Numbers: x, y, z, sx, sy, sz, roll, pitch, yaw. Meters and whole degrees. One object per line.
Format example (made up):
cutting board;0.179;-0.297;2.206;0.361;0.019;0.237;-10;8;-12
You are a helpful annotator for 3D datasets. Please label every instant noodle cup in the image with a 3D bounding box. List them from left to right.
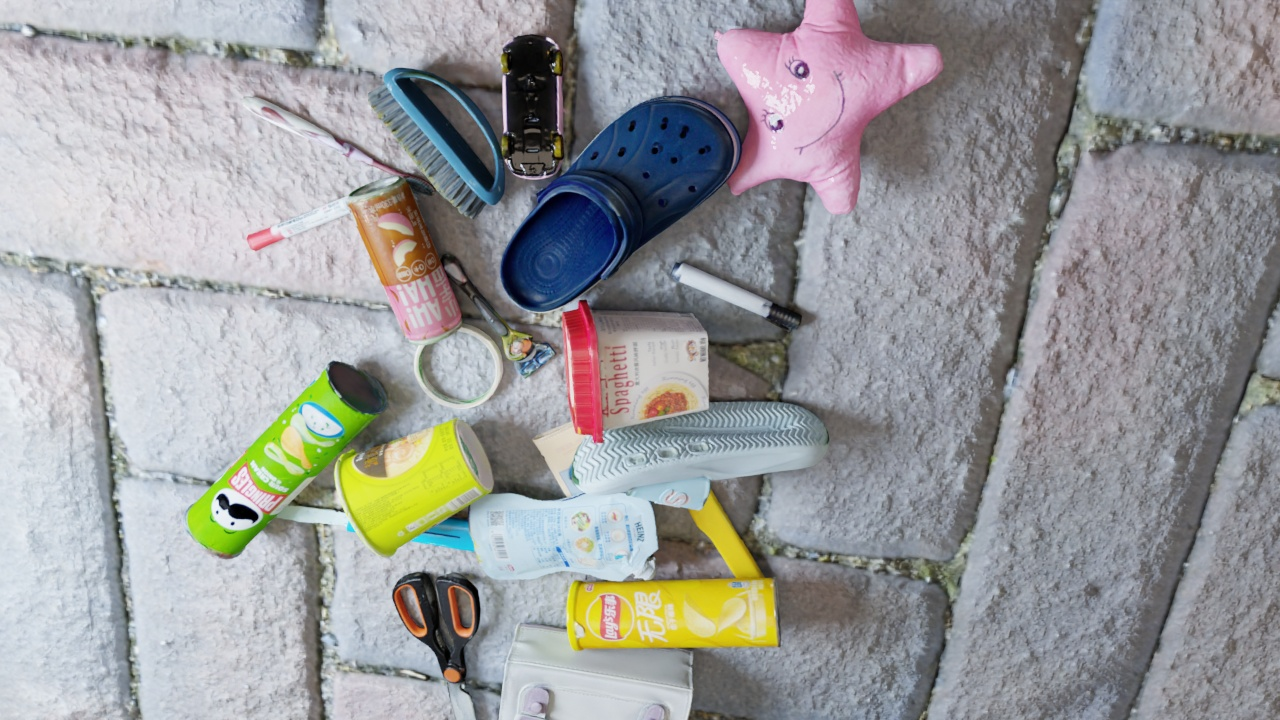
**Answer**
instant noodle cup;-0.214;0.116;0.898;0.123;0.111;0.112;-26;106;3
instant noodle cup;-0.005;0.005;0.842;0.124;0.116;0.116;-6;109;-7

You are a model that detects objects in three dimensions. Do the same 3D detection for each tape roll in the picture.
tape roll;-0.178;0.006;0.898;0.086;0.013;0.086;1;109;3

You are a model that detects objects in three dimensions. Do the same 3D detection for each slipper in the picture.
slipper;-0.032;-0.134;0.793;0.253;0.095;0.105;-38;93;20
slipper;0.056;0.092;0.870;0.245;0.104;0.074;-6;122;-6

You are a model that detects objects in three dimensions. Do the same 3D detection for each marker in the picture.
marker;-0.300;-0.134;0.855;0.145;0.017;0.017;-19;107;10
marker;0.089;-0.059;0.858;0.130;0.018;0.023;22;118;-5

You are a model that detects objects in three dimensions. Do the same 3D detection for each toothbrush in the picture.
toothbrush;-0.274;-0.193;0.832;0.187;0.017;0.016;26;112;-6

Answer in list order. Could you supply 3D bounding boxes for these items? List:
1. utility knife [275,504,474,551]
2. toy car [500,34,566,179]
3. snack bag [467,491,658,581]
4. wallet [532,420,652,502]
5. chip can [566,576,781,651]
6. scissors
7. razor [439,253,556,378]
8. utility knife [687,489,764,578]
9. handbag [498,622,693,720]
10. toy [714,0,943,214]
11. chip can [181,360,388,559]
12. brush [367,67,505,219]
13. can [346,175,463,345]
utility knife;-0.277;0.172;0.962;0.225;0.018;0.034;7;110;3
toy car;-0.093;-0.221;0.803;0.056;0.037;0.122;0;97;0
snack bag;-0.075;0.178;0.926;0.191;0.038;0.110;-4;109;14
wallet;-0.044;0.109;0.924;0.087;0.024;0.115;-23;106;16
chip can;0.035;0.258;0.937;0.213;0.072;0.072;-4;109;9
scissors;-0.221;0.330;1.016;0.152;0.021;0.235;18;113;4
razor;-0.142;-0.045;0.875;0.043;0.022;0.143;-37;103;13
utility knife;0.087;0.186;0.945;0.033;0.015;0.156;-26;107;18
handbag;-0.051;0.373;0.982;0.197;0.098;0.145;9;115;1
toy;0.132;-0.217;0.770;0.178;0.074;0.195;35;120;7
chip can;-0.354;0.100;0.913;0.236;0.072;0.072;-42;102;15
brush;-0.169;-0.197;0.804;0.074;0.055;0.144;-37;103;15
can;-0.213;-0.090;0.835;0.058;0.057;0.147;-14;115;8
